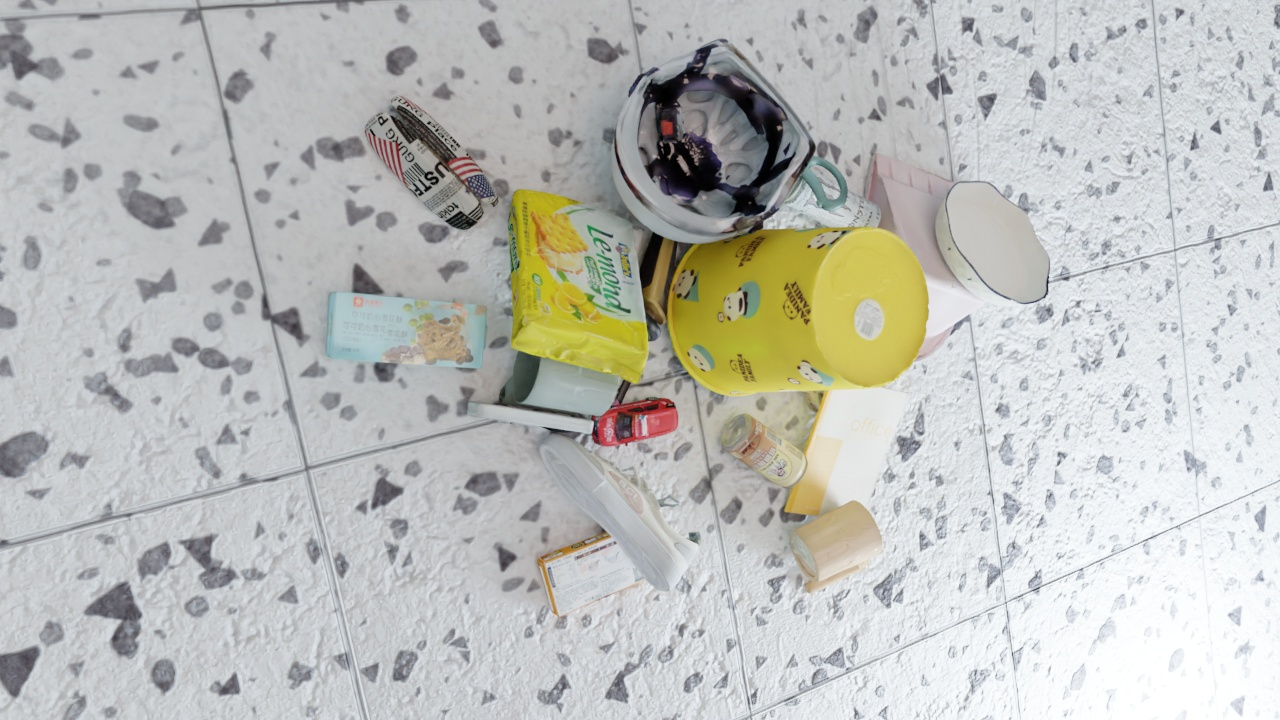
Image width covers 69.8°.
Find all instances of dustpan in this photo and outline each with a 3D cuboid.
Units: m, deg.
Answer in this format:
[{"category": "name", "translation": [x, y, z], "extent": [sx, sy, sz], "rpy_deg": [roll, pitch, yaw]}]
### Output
[{"category": "dustpan", "translation": [0.401, -0.146, 1.374], "extent": [0.222, 0.139, 0.272], "rpy_deg": [15, 58, -24]}]

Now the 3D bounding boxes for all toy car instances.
[{"category": "toy car", "translation": [-0.006, 0.078, 1.168], "extent": [0.120, 0.045, 0.053], "rpy_deg": [-10, 104, -26]}]

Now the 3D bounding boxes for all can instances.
[{"category": "can", "translation": [0.169, 0.124, 1.251], "extent": [0.116, 0.059, 0.058], "rpy_deg": [35, 78, -23]}, {"category": "can", "translation": [0.262, -0.219, 1.275], "extent": [0.146, 0.058, 0.058], "rpy_deg": [22, 84, -25]}]

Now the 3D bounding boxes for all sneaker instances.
[{"category": "sneaker", "translation": [-0.018, 0.168, 1.134], "extent": [0.242, 0.090, 0.090], "rpy_deg": [48, 62, -5]}]

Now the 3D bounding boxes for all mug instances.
[{"category": "mug", "translation": [0.276, 0.270, 1.301], "extent": [0.103, 0.084, 0.125], "rpy_deg": [-22, 129, -14]}, {"category": "mug", "translation": [-0.098, 0.027, 1.092], "extent": [0.103, 0.124, 0.083], "rpy_deg": [13, 57, -27]}]

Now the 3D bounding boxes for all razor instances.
[{"category": "razor", "translation": [0.015, -0.105, 1.163], "extent": [0.067, 0.062, 0.167], "rpy_deg": [28, 71, -42]}]

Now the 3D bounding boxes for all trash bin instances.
[{"category": "trash bin", "translation": [0.196, -0.062, 1.135], "extent": [0.229, 0.256, 0.229], "rpy_deg": [-1, 92, -31]}]

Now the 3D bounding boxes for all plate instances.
[{"category": "plate", "translation": [0.507, -0.166, 1.333], "extent": [0.204, 0.046, 0.204], "rpy_deg": [14, 60, -27]}]

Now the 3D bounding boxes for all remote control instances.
[{"category": "remote control", "translation": [-0.132, 0.070, 1.105], "extent": [0.150, 0.058, 0.021], "rpy_deg": [12, 85, -25]}]

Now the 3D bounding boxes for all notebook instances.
[{"category": "notebook", "translation": [0.295, 0.130, 1.312], "extent": [0.145, 0.010, 0.206], "rpy_deg": [12, 101, -27]}]

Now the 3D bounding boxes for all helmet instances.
[{"category": "helmet", "translation": [0.068, -0.246, 1.127], "extent": [0.229, 0.146, 0.258], "rpy_deg": [44, 70, -4]}]

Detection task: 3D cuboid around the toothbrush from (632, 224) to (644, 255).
[{"category": "toothbrush", "translation": [-0.037, -0.064, 1.159], "extent": [0.026, 0.027, 0.221], "rpy_deg": [23, 81, -60]}]

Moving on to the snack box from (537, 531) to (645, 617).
[{"category": "snack box", "translation": [-0.050, 0.263, 1.172], "extent": [0.153, 0.026, 0.075], "rpy_deg": [-17, 100, -24]}]

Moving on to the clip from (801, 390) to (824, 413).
[{"category": "clip", "translation": [0.246, 0.040, 1.297], "extent": [0.099, 0.034, 0.066], "rpy_deg": [46, 75, -18]}]

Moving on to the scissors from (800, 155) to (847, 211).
[{"category": "scissors", "translation": [0.199, -0.238, 1.208], "extent": [0.181, 0.019, 0.170], "rpy_deg": [18, 67, 16]}]

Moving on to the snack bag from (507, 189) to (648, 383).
[{"category": "snack bag", "translation": [-0.080, -0.091, 1.062], "extent": [0.158, 0.068, 0.246], "rpy_deg": [15, 48, -26]}]

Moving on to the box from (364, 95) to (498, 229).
[{"category": "box", "translation": [-0.228, -0.232, 1.046], "extent": [0.163, 0.076, 0.087], "rpy_deg": [46, 53, -17]}]

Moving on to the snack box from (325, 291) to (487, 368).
[{"category": "snack box", "translation": [-0.264, -0.034, 1.039], "extent": [0.174, 0.052, 0.074], "rpy_deg": [4, 92, -26]}]

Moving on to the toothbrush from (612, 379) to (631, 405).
[{"category": "toothbrush", "translation": [-0.007, 0.007, 1.184], "extent": [0.014, 0.018, 0.189], "rpy_deg": [27, 83, -27]}]
